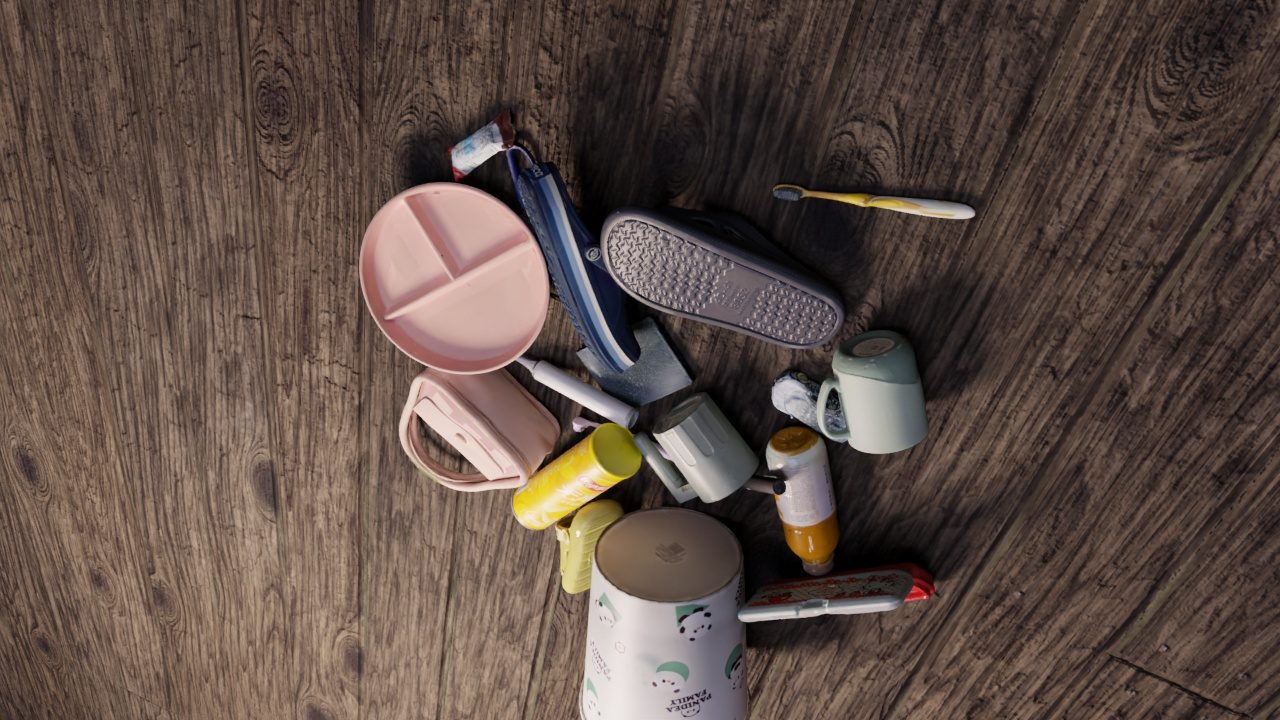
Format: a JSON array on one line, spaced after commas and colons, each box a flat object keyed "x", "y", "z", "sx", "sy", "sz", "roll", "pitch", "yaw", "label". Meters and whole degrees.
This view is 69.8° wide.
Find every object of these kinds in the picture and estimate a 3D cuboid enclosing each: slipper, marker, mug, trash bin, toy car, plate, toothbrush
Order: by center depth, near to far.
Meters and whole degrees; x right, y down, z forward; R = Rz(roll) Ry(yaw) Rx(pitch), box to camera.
[{"x": 0.220, "y": -0.151, "z": 0.876, "sx": 0.191, "sy": 0.018, "sz": 0.016, "roll": 11, "pitch": 126, "yaw": 18, "label": "toothbrush"}, {"x": 0.232, "y": 0.034, "z": 0.941, "sx": 0.111, "sy": 0.082, "sz": 0.106, "roll": -20, "pitch": 113, "yaw": -3, "label": "mug"}, {"x": 0.085, "y": -0.095, "z": 0.947, "sx": 0.268, "sy": 0.083, "sz": 0.111, "roll": 21, "pitch": 134, "yaw": -12, "label": "slipper"}, {"x": -0.053, "y": -0.105, "z": 0.990, "sx": 0.095, "sy": 0.105, "sz": 0.253, "roll": -25, "pitch": 122, "yaw": -3, "label": "slipper"}, {"x": 0.192, "y": 0.052, "z": 1.015, "sx": 0.105, "sy": 0.031, "sz": 0.049, "roll": 30, "pitch": 128, "yaw": 5, "label": "toy car"}, {"x": 0.131, "y": 0.140, "z": 1.061, "sx": 0.132, "sy": 0.020, "sz": 0.022, "roll": 170, "pitch": 93, "yaw": -72, "label": "marker"}, {"x": -0.213, "y": -0.094, "z": 1.063, "sx": 0.230, "sy": 0.028, "sz": 0.230, "roll": 4, "pitch": 112, "yaw": 10, "label": "plate"}, {"x": 0.061, "y": 0.108, "z": 1.080, "sx": 0.124, "sy": 0.083, "sz": 0.103, "roll": -29, "pitch": 104, "yaw": 36, "label": "mug"}, {"x": -0.102, "y": 0.024, "z": 1.124, "sx": 0.221, "sy": 0.026, "sz": 0.026, "roll": 27, "pitch": 139, "yaw": 18, "label": "toothbrush"}, {"x": 0.004, "y": 0.108, "z": 1.146, "sx": 0.189, "sy": 0.029, "sz": 0.021, "roll": 19, "pitch": 89, "yaw": 12, "label": "toothbrush"}, {"x": 0.033, "y": 0.342, "z": 1.167, "sx": 0.230, "sy": 0.228, "sz": 0.252, "roll": 10, "pitch": 120, "yaw": 19, "label": "trash bin"}, {"x": -0.070, "y": 0.236, "z": 1.236, "sx": 0.081, "sy": 0.091, "sz": 0.191, "roll": 56, "pitch": 151, "yaw": 35, "label": "slipper"}]

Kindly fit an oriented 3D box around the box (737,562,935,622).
[{"x": 0.231, "y": 0.276, "z": 1.085, "sx": 0.202, "sy": 0.160, "sz": 0.060, "roll": -16, "pitch": 74, "yaw": 31, "label": "box"}]

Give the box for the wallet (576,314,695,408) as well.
[{"x": -0.006, "y": 0.006, "z": 1.086, "sx": 0.121, "sy": 0.019, "sz": 0.097, "roll": -24, "pitch": 108, "yaw": 33, "label": "wallet"}]

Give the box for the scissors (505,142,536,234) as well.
[{"x": -0.138, "y": -0.167, "z": 1.036, "sx": 0.176, "sy": 0.012, "sz": 0.163, "roll": 20, "pitch": 128, "yaw": 9, "label": "scissors"}]

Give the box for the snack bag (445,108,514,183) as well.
[{"x": -0.176, "y": -0.232, "z": 0.999, "sx": 0.106, "sy": 0.026, "sz": 0.045, "roll": -23, "pitch": 70, "yaw": 36, "label": "snack bag"}]

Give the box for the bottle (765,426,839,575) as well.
[{"x": 0.193, "y": 0.168, "z": 1.067, "sx": 0.068, "sy": 0.067, "sz": 0.190, "roll": -1, "pitch": 120, "yaw": 26, "label": "bottle"}]

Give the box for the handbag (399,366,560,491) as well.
[{"x": -0.238, "y": 0.097, "z": 1.220, "sx": 0.193, "sy": 0.093, "sz": 0.235, "roll": 47, "pitch": 135, "yaw": -8, "label": "handbag"}]

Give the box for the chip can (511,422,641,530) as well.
[{"x": -0.086, "y": 0.152, "z": 1.166, "sx": 0.072, "sy": 0.071, "sz": 0.214, "roll": 45, "pitch": 135, "yaw": -8, "label": "chip can"}]
